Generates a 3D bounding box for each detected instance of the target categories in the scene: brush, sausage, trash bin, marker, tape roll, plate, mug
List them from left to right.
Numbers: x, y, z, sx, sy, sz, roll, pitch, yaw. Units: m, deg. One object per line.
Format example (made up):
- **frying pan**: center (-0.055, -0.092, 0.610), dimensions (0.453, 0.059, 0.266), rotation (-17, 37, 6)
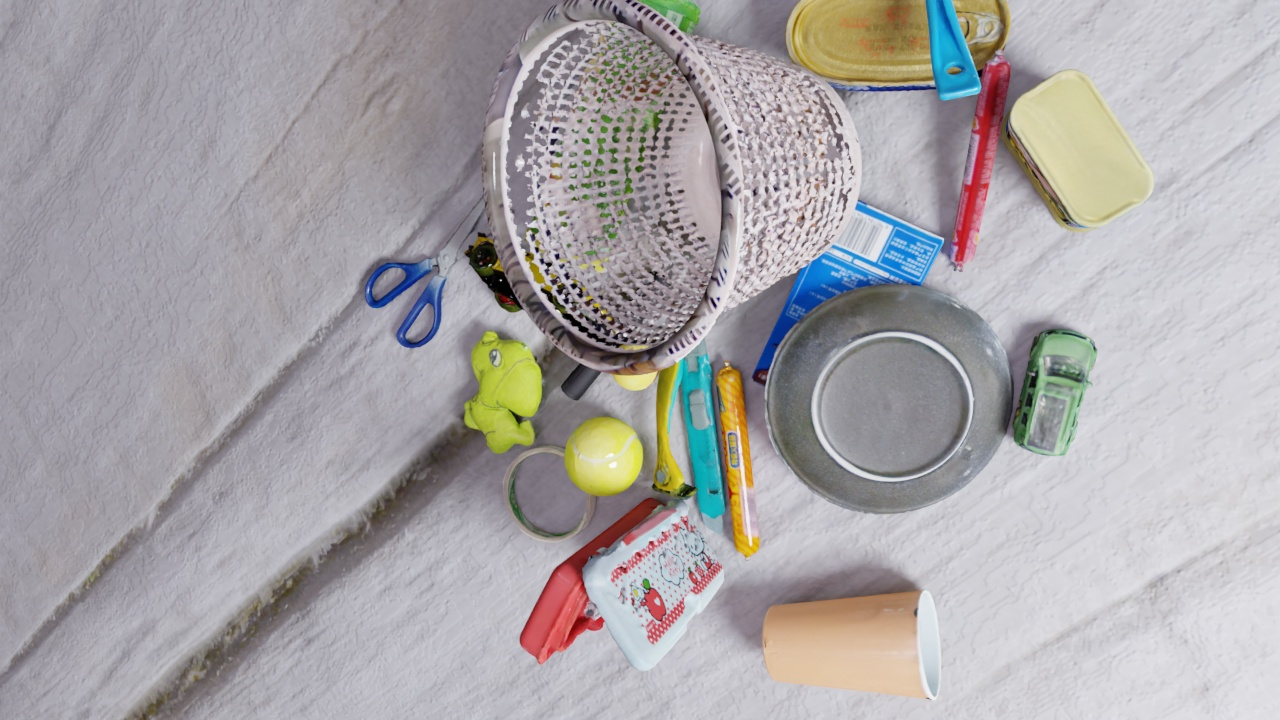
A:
- **tape roll**: center (-0.080, 0.117, 0.808), dimensions (0.086, 0.013, 0.086), rotation (3, 98, 21)
- **marker**: center (-0.022, -0.019, 0.762), dimensions (0.132, 0.022, 0.020), rotation (-50, 42, 19)
- **trash bin**: center (0.036, -0.121, 0.614), dimensions (0.228, 0.191, 0.228), rotation (18, 116, 42)
- **sausage**: center (0.079, 0.082, 0.739), dimensions (0.021, 0.021, 0.165), rotation (-5, 95, 21)
- **mug**: center (0.160, 0.217, 0.702), dimensions (0.123, 0.078, 0.078), rotation (-9, 94, 27)
- **plate**: center (0.181, 0.032, 0.669), dimensions (0.179, 0.024, 0.179), rotation (2, 104, 6)
- **brush**: center (0.187, -0.285, 0.599), dimensions (0.083, 0.046, 0.254), rotation (-8, 77, 11)
- **sausage**: center (0.232, -0.133, 0.630), dimensions (0.020, 0.020, 0.156), rotation (12, 122, 19)

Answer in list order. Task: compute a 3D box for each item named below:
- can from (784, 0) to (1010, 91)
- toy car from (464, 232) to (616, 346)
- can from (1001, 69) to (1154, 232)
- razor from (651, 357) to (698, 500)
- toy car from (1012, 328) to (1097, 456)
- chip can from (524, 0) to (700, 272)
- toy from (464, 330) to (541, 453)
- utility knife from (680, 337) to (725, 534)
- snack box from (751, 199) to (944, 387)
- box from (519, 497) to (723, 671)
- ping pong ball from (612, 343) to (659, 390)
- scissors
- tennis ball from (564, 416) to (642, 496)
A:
- **can**: center (0.179, -0.227, 0.642), dimensions (0.148, 0.049, 0.074), rotation (4, 99, 20)
- **toy car**: center (-0.078, -0.056, 0.748), dimensions (0.156, 0.071, 0.041), rotation (27, 73, 27)
- **can**: center (0.282, -0.135, 0.597), dimensions (0.057, 0.083, 0.102), rotation (-33, 85, 21)
- **razor**: center (0.026, 0.045, 0.744), dimensions (0.043, 0.028, 0.132), rotation (13, 103, 51)
- **toy car**: center (0.291, 0.023, 0.644), dimensions (0.043, 0.036, 0.091), rotation (12, 98, 20)
- **chip can**: center (-0.022, -0.183, 0.713), dimensions (0.072, 0.072, 0.221), rotation (26, 106, 15)
- **toy**: center (-0.118, 0.028, 0.801), dimensions (0.096, 0.031, 0.100), rotation (45, 114, 10)
- **utility knife**: center (0.052, 0.063, 0.750), dimensions (0.029, 0.013, 0.164), rotation (-6, 96, 27)
- **snack box**: center (0.154, -0.037, 0.690), dimensions (0.084, 0.026, 0.157), rotation (27, 106, 14)
- **box**: center (0.004, 0.169, 0.682), dimensions (0.099, 0.201, 0.095), rotation (31, 105, 15)
- **ping pong ball**: center (-0.004, 0.004, 0.749), dimensions (0.040, 0.040, 0.040), rotation (3, 98, 20)
- **scissors**: center (-0.186, -0.090, 0.820), dimensions (0.141, 0.012, 0.171), rotation (20, 103, 17)
- **tennis ball**: center (-0.030, 0.079, 0.756), dimensions (0.065, 0.065, 0.065), rotation (3, 98, 20)
